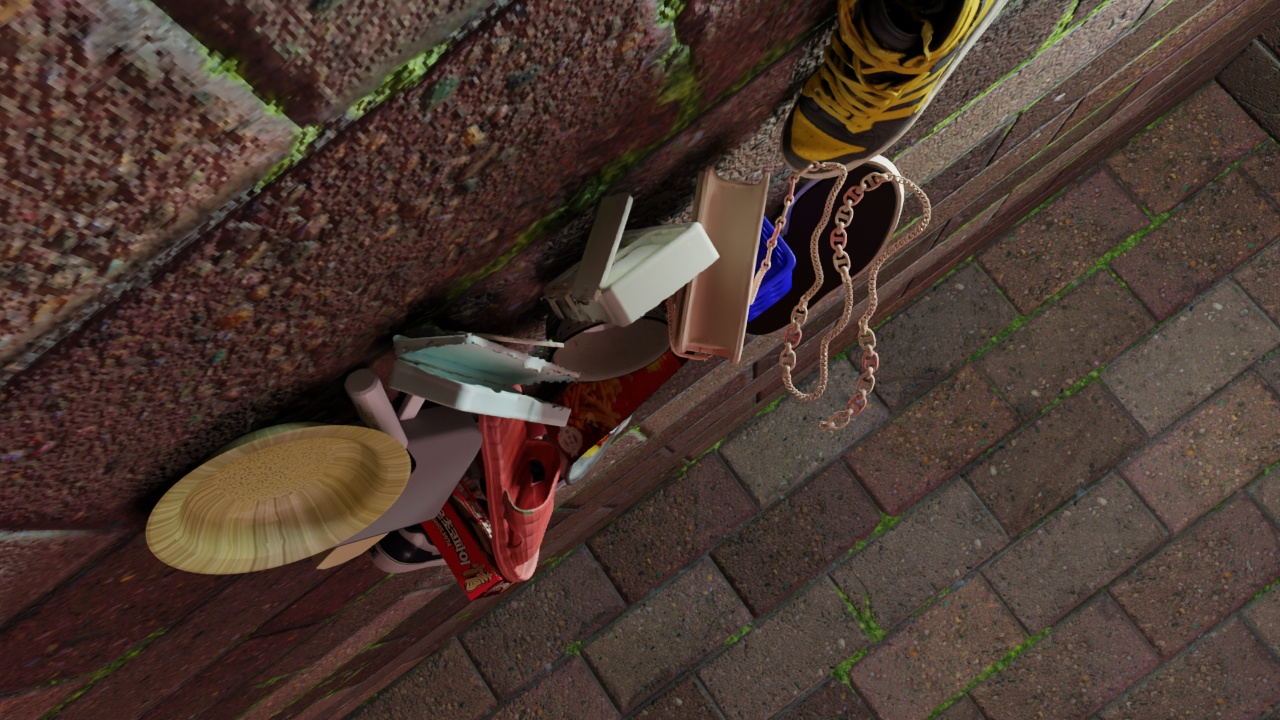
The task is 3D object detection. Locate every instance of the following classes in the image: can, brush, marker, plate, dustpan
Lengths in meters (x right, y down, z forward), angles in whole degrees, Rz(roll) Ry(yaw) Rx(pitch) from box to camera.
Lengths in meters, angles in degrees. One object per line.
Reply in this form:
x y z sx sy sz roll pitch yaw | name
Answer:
-0.151 0.083 0.985 0.096 0.054 0.054 -30 167 -26 | can
-0.245 0.126 0.910 0.229 0.043 0.089 -40 168 17 | brush
-0.198 0.053 0.709 0.025 0.025 0.126 -32 147 -20 | marker
-0.266 0.091 0.678 0.184 0.036 0.185 -23 150 -14 | plate
-0.210 0.078 0.795 0.162 0.033 0.258 -10 148 -44 | dustpan

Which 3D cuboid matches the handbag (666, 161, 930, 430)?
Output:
0.120 -0.056 0.753 0.116 0.187 0.199 -15 115 -82 | handbag

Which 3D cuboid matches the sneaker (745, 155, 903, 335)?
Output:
0.210 -0.143 1.063 0.116 0.111 0.295 -55 -179 -39 | sneaker

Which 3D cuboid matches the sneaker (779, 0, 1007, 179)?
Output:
0.166 -0.213 0.658 0.121 0.086 0.239 -32 165 -49 | sneaker

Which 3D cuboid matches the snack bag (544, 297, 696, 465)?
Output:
-0.005 0.005 0.911 0.066 0.138 0.208 34 115 -29 | snack bag

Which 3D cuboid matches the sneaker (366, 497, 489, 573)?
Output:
-0.234 0.205 1.153 0.079 0.084 0.235 -41 164 20 | sneaker

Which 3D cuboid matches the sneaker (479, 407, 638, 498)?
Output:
-0.102 0.118 1.169 0.239 0.089 0.124 -34 165 -25 | sneaker

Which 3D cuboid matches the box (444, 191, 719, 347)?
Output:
-0.053 -0.058 0.679 0.181 0.081 0.144 -38 -162 -19 | box

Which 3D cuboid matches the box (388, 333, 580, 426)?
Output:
-0.117 0.020 0.719 0.086 0.072 0.198 -18 167 16 | box

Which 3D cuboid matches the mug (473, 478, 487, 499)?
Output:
-0.160 0.173 1.212 0.071 0.089 0.107 -37 168 4 | mug

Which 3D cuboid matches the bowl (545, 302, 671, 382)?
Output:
-0.032 -0.033 0.815 0.115 0.059 0.116 -13 155 -6 | bowl

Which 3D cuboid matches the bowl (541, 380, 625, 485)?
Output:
-0.068 0.065 1.054 0.144 0.067 0.145 -54 168 -18 | bowl

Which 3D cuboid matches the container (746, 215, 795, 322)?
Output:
0.107 -0.095 0.953 0.084 0.085 0.113 -37 169 3 | container

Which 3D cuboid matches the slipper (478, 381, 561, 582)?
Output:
-0.114 0.122 0.926 0.103 0.059 0.249 -70 162 -54 | slipper

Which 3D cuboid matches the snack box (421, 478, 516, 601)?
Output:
-0.196 0.187 1.015 0.036 0.152 0.133 -36 168 -2 | snack box
